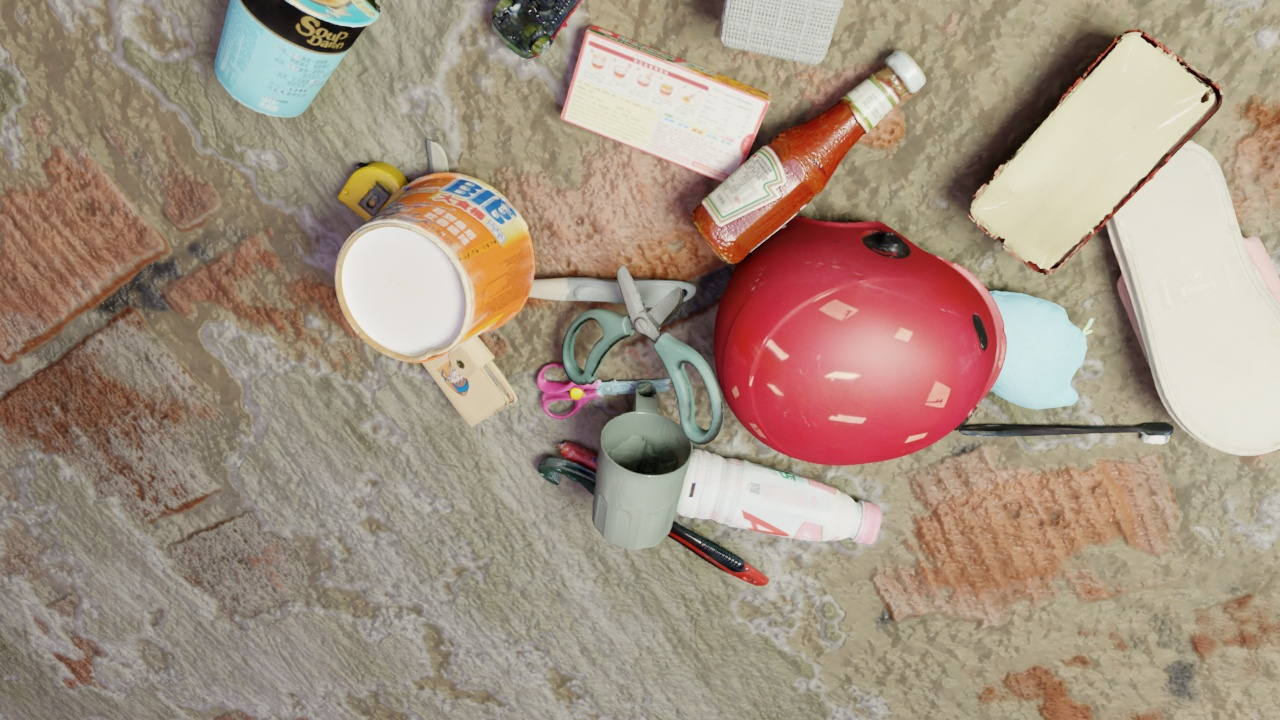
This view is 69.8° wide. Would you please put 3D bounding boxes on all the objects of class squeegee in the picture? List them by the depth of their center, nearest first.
[{"bbox_3d":[-0.073,-0.068,0.839,0.247,0.039,0.247,6,120,8],"label":"squeegee"}]

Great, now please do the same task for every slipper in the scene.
[{"bbox_3d":[0.446,-0.049,0.732,0.114,0.054,0.274,-26,99,19],"label":"slipper"}]

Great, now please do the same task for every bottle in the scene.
[{"bbox_3d":[0.132,-0.161,0.725,0.206,0.059,0.060,-40,105,15],"label":"bottle"},{"bbox_3d":[0.134,0.139,0.897,0.197,0.068,0.068,13,120,1],"label":"bottle"}]

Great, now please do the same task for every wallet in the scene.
[{"bbox_3d":[-0.174,0.005,0.888,0.087,0.024,0.115,-28,99,41],"label":"wallet"}]

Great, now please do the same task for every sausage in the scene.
[{"bbox_3d":[-0.016,0.120,0.942,0.156,0.020,0.020,26,120,-3],"label":"sausage"}]

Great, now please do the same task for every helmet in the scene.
[{"bbox_3d":[0.166,0.001,0.749,0.240,0.143,0.207,12,121,20],"label":"helmet"}]

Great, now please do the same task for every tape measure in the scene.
[{"bbox_3d":[-0.239,-0.150,0.833,0.060,0.028,0.057,38,118,-11],"label":"tape measure"}]

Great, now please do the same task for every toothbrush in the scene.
[{"bbox_3d":[0.384,0.066,0.833,0.181,0.015,0.018,0,127,11],"label":"toothbrush"}]

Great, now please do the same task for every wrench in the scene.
[{"bbox_3d":[0.017,0.170,0.957,0.273,0.016,0.056,29,150,-7],"label":"wrench"}]

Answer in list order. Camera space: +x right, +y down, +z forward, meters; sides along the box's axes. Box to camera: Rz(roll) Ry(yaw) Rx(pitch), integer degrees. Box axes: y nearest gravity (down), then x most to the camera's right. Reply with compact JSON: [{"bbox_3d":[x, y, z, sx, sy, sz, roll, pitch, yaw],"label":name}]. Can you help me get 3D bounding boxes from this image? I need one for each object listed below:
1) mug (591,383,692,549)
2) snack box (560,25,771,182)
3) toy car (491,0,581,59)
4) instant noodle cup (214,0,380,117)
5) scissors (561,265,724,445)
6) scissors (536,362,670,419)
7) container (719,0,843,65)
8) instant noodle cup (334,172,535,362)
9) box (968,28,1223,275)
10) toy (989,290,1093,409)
[{"bbox_3d":[-0.001,0.100,0.865,0.083,0.123,0.104,7,128,-4],"label":"mug"},{"bbox_3d":[0.019,-0.207,0.749,0.156,0.027,0.077,21,121,-1],"label":"snack box"},{"bbox_3d":[-0.067,-0.289,0.711,0.053,0.045,0.121,43,124,-10],"label":"toy car"},{"bbox_3d":[-0.287,-0.266,0.740,0.111,0.111,0.121,39,126,-11],"label":"instant noodle cup"},{"bbox_3d":[-0.002,0.007,0.812,0.170,0.019,0.173,-24,95,45],"label":"scissors"},{"bbox_3d":[-0.035,0.024,0.897,0.135,0.017,0.063,-7,109,10],"label":"scissors"},{"bbox_3d":[0.107,-0.282,0.655,0.090,0.090,0.114,14,123,4],"label":"container"},{"bbox_3d":[-0.177,-0.074,0.776,0.151,0.111,0.151,6,114,12],"label":"instant noodle cup"},{"bbox_3d":[0.327,-0.150,0.672,0.091,0.079,0.169,46,120,15],"label":"box"},{"bbox_3d":[0.301,-0.013,0.787,0.157,0.049,0.161,-29,105,34],"label":"toy"}]
